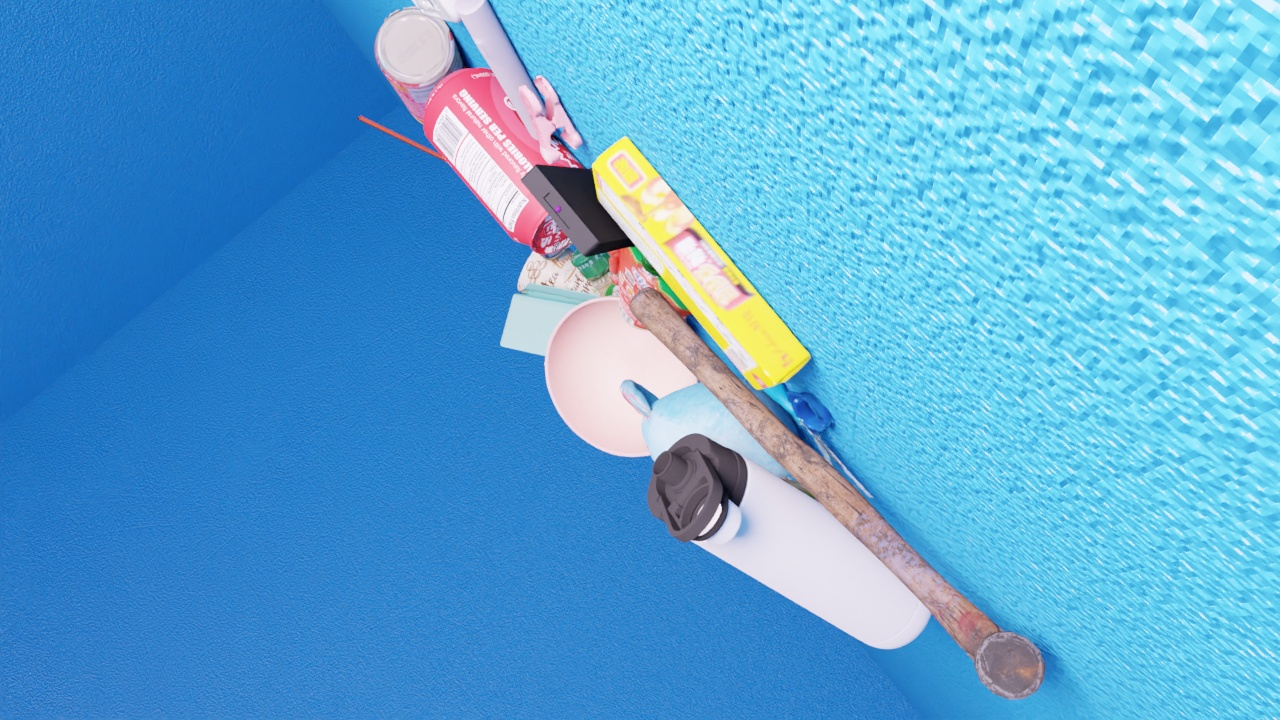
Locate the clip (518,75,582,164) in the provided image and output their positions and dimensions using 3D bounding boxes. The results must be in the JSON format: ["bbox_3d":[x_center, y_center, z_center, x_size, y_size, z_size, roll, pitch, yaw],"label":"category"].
[{"bbox_3d":[-0.053,-0.153,0.578,0.023,0.043,0.060,44,147,41],"label":"clip"}]

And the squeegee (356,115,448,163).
[{"bbox_3d":[-0.129,-0.182,0.887,0.249,0.055,0.185,22,-174,-35],"label":"squeegee"}]

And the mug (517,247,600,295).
[{"bbox_3d":[-0.084,-0.101,1.155,0.097,0.081,0.121,31,-158,6],"label":"mug"}]

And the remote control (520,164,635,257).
[{"bbox_3d":[-0.029,-0.093,0.561,0.058,0.013,0.133,50,-163,2],"label":"remote control"}]

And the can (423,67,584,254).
[{"bbox_3d":[-0.099,-0.152,0.692,0.142,0.074,0.074,50,177,16],"label":"can"}]

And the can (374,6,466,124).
[{"bbox_3d":[-0.189,-0.256,0.816,0.066,0.066,0.124,50,177,1],"label":"can"}]

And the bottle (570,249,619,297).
[{"bbox_3d":[-0.019,-0.067,0.878,0.110,0.042,0.042,51,177,-18],"label":"bottle"}]

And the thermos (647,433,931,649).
[{"bbox_3d":[0.105,0.128,0.601,0.230,0.068,0.101,33,-171,-25],"label":"thermos"}]

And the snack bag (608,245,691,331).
[{"bbox_3d":[0.006,-0.058,0.695,0.087,0.044,0.155,45,172,6],"label":"snack bag"}]

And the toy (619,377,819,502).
[{"bbox_3d":[0.068,0.076,0.722,0.183,0.115,0.180,26,176,20],"label":"toy"}]

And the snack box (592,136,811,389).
[{"bbox_3d":[0.031,-0.049,0.509,0.152,0.025,0.075,50,177,3],"label":"snack box"}]

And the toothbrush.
[{"bbox_3d":[-0.092,-0.196,0.563,0.018,0.019,0.188,47,176,25],"label":"toothbrush"}]

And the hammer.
[{"bbox_3d":[0.109,0.071,0.576,0.330,0.033,0.120,46,-179,22],"label":"hammer"}]

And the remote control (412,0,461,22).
[{"bbox_3d":[-0.138,-0.247,0.596,0.050,0.022,0.133,52,176,-30],"label":"remote control"}]

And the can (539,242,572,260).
[{"bbox_3d":[-0.125,-0.170,1.085,0.100,0.054,0.059,48,179,41],"label":"can"}]

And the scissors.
[{"bbox_3d":[0.112,0.046,0.589,0.130,0.014,0.117,51,176,-6],"label":"scissors"}]

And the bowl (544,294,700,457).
[{"bbox_3d":[-0.005,0.005,0.841,0.153,0.153,0.076,50,-149,1],"label":"bowl"}]

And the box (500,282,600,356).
[{"bbox_3d":[-0.074,-0.027,1.043,0.189,0.091,0.077,14,152,36],"label":"box"}]
